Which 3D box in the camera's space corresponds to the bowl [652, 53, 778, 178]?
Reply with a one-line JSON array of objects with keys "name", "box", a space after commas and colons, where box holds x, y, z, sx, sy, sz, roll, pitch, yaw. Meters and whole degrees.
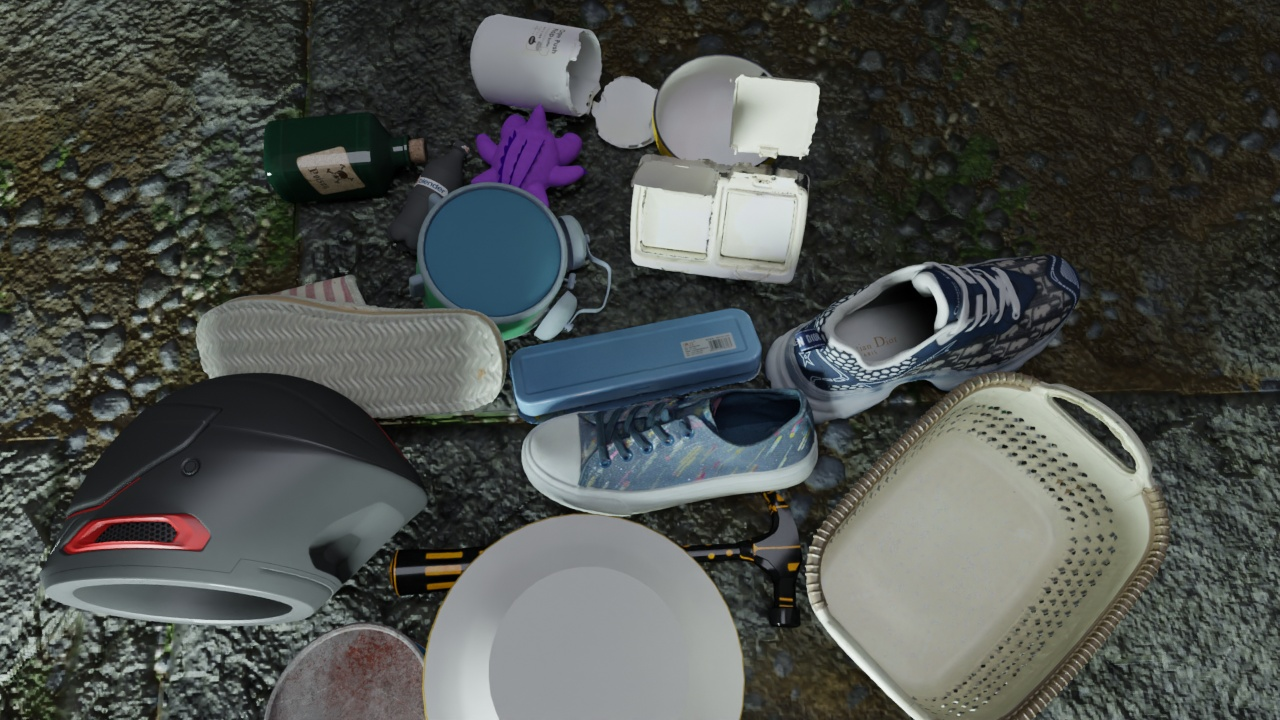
[{"name": "bowl", "box": [0.068, -0.199, 0.803, 0.117, 0.068, 0.117, 0, 73, 0]}]

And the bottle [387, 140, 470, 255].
[{"name": "bottle", "box": [-0.182, -0.145, 0.804, 0.036, 0.036, 0.109, 25, 75, 7]}]

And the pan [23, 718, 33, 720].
[{"name": "pan", "box": [-0.337, 0.385, 0.635, 0.357, 0.041, 0.179, 40, 97, 19]}]

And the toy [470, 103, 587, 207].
[{"name": "toy", "box": [-0.100, -0.177, 0.803, 0.106, 0.056, 0.088, 20, 73, 6]}]

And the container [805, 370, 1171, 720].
[{"name": "container", "box": [0.235, 0.139, 0.663, 0.246, 0.143, 0.184, -42, 77, -12]}]

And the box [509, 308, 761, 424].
[{"name": "box", "box": [-0.004, 0.006, 0.770, 0.209, 0.049, 0.066, -11, 55, -5]}]

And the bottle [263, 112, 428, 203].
[{"name": "bottle", "box": [-0.253, -0.178, 0.801, 0.131, 0.061, 0.061, -5, 71, -1]}]

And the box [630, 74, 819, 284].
[{"name": "box", "box": [0.060, -0.125, 0.722, 0.145, 0.186, 0.095, 6, 58, 7]}]

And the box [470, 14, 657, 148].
[{"name": "box", "box": [-0.062, -0.251, 0.820, 0.162, 0.112, 0.084, 15, 69, 18]}]

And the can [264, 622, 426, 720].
[{"name": "can", "box": [-0.201, 0.259, 0.661, 0.130, 0.044, 0.129, -6, 61, 10]}]

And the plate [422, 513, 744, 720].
[{"name": "plate", "box": [-0.037, 0.218, 0.647, 0.229, 0.021, 0.229, 4, 65, -8]}]

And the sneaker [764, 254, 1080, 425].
[{"name": "sneaker", "box": [0.234, -0.035, 0.720, 0.269, 0.132, 0.103, -17, 72, -6]}]

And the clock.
[{"name": "clock", "box": [-0.105, -0.076, 0.769, 0.161, 0.075, 0.121, 12, 74, -10]}]

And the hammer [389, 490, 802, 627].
[{"name": "hammer", "box": [-0.034, 0.153, 0.718, 0.320, 0.036, 0.123, -2, 69, -2]}]

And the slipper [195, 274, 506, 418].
[{"name": "slipper", "box": [-0.229, -0.010, 0.739, 0.263, 0.052, 0.115, 2, 107, 13]}]

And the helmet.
[{"name": "helmet", "box": [-0.285, 0.094, 0.667, 0.265, 0.164, 0.169, -2, 62, 9]}]

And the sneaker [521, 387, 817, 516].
[{"name": "sneaker", "box": [0.024, 0.062, 0.708, 0.235, 0.079, 0.087, -3, 51, -1]}]
